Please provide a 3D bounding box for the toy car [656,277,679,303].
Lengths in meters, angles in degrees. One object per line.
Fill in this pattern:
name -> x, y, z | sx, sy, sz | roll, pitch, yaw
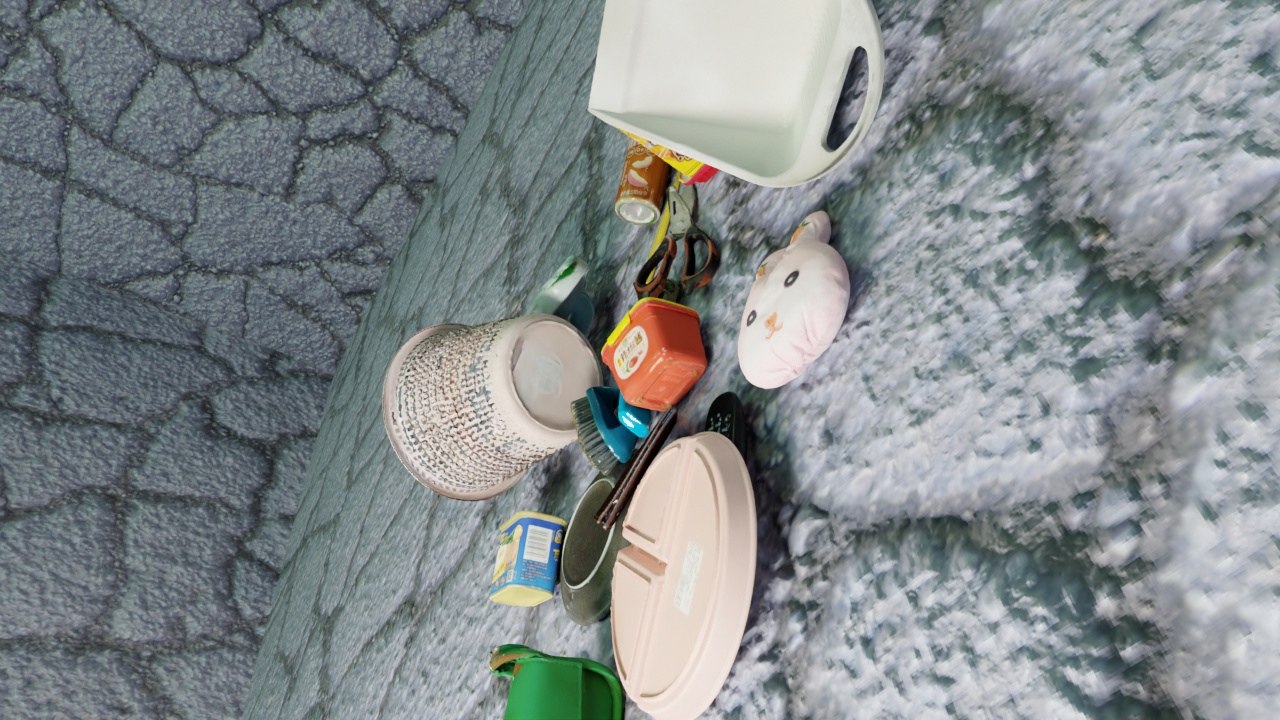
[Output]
toy car -> 0.018, -0.048, 0.973 | 0.042, 0.035, 0.090 | -33, 29, 48

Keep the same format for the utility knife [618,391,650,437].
utility knife -> -0.006, 0.006, 0.964 | 0.018, 0.034, 0.215 | -50, 20, 26

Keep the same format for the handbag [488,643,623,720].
handbag -> -0.078, 0.306, 0.753 | 0.068, 0.120, 0.131 | -35, 37, 43

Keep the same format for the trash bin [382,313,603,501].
trash bin -> -0.158, 0.040, 1.083 | 0.193, 0.227, 0.227 | -20, 50, 44

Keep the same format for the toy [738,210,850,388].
toy -> 0.121, -0.052, 0.736 | 0.122, 0.054, 0.159 | -48, 22, 38

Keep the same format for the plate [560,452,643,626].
plate -> -0.044, 0.174, 0.919 | 0.180, 0.024, 0.179 | -47, 31, 39

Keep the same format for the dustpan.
dustpan -> 0.080, -0.272, 0.808 | 0.142, 0.258, 0.223 | -73, -4, -56

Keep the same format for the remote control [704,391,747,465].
remote control -> 0.068, 0.091, 0.750 | 0.053, 0.024, 0.136 | -34, 42, 54

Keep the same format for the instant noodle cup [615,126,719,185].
instant noodle cup -> 0.045, -0.275, 1.007 | 0.116, 0.123, 0.115 | -37, 36, 49

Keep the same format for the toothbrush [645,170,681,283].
toothbrush -> 0.029, -0.177, 1.088 | 0.016, 0.016, 0.190 | -14, 56, 63

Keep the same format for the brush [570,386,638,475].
brush -> -0.031, 0.063, 0.953 | 0.073, 0.055, 0.143 | -36, 20, 4

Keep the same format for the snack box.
snack box -> 0.018, -0.003, 0.887 | 0.091, 0.082, 0.080 | -52, 41, 34

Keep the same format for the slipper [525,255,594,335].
slipper -> -0.100, -0.055, 1.176 | 0.103, 0.074, 0.246 | -52, 0, -24

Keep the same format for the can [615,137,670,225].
can -> 0.009, -0.242, 1.139 | 0.058, 0.058, 0.147 | -29, 44, 56

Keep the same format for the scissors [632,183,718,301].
scissors -> 0.034, -0.132, 0.999 | 0.204, 0.015, 0.203 | -48, 34, -12

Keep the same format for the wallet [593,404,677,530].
wallet -> -0.003, 0.097, 0.833 | 0.122, 0.020, 0.096 | -58, -2, -8

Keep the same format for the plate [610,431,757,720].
plate -> 0.025, 0.167, 0.729 | 0.230, 0.028, 0.229 | -166, 91, -70

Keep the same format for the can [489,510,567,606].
can -> -0.124, 0.219, 1.004 | 0.102, 0.057, 0.083 | 137, 145, -57
